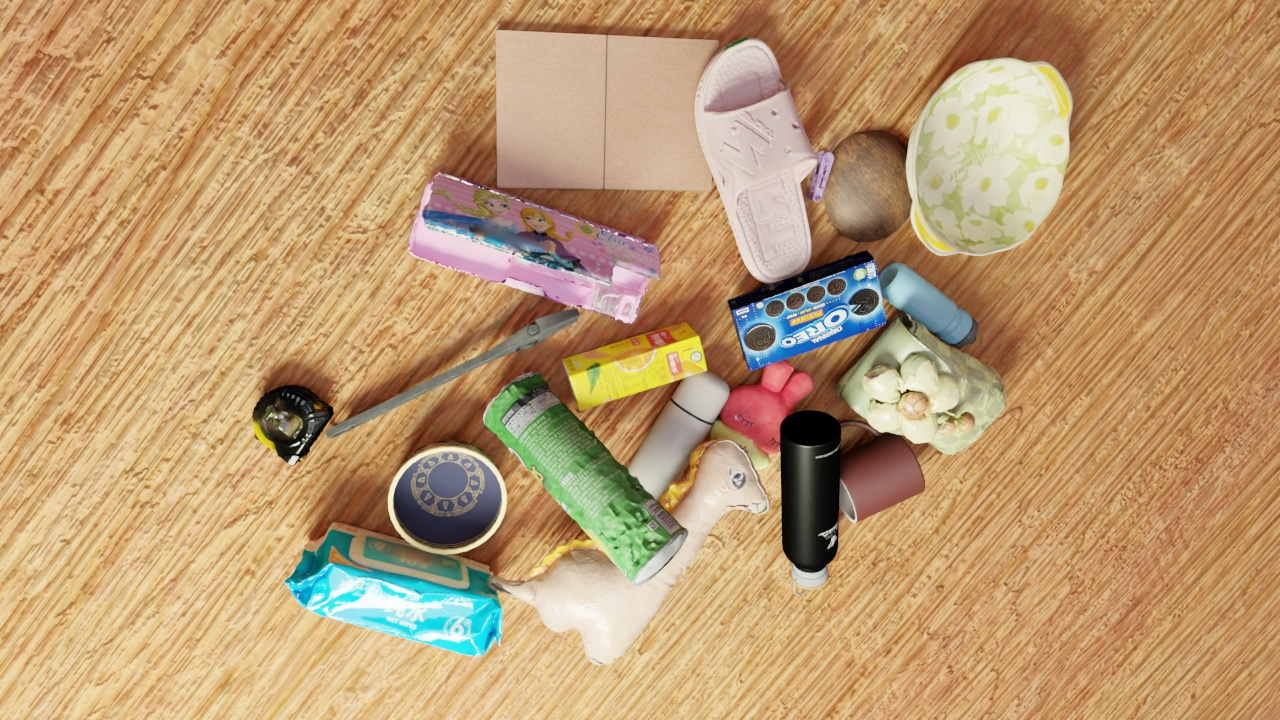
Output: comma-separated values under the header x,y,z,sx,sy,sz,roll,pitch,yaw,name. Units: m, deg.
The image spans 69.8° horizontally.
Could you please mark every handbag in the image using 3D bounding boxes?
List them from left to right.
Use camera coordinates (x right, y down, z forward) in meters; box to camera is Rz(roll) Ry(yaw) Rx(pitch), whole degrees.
x,y,z,sx,sy,sz,roll,pitch,yaw,name
0.305,0.037,0.955,0.186,0.116,0.113,26,117,-21,handbag

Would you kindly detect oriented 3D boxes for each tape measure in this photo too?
x,y,z,sx,sy,sz,roll,pitch,yaw,name
-0.332,0.055,0.868,0.062,0.038,0.067,37,97,-4,tape measure

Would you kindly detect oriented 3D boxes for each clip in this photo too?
x,y,z,sx,sy,sz,roll,pitch,yaw,name
0.181,-0.183,0.917,0.013,0.036,0.053,10,117,-13,clip

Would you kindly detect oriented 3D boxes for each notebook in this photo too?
x,y,z,sx,sy,sz,roll,pitch,yaw,name
-0.031,-0.233,0.868,0.209,0.008,0.141,-1,106,-11,notebook

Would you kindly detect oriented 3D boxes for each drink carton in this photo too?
x,y,z,sx,sy,sz,roll,pitch,yaw,name
-0.005,0.005,0.916,0.134,0.058,0.043,-18,111,-7,drink carton

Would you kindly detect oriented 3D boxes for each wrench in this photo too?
x,y,z,sx,sy,sz,roll,pitch,yaw,name
-0.181,0.013,0.884,0.273,0.073,0.018,-26,87,3,wrench

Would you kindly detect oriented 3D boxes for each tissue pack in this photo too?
x,y,z,sx,sy,sz,roll,pitch,yaw,name
-0.237,0.222,0.901,0.209,0.117,0.066,20,95,-17,tissue pack

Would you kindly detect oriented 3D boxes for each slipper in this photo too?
x,y,z,sx,sy,sz,roll,pitch,yaw,name
0.119,-0.184,0.880,0.094,0.064,0.239,-22,111,-14,slipper

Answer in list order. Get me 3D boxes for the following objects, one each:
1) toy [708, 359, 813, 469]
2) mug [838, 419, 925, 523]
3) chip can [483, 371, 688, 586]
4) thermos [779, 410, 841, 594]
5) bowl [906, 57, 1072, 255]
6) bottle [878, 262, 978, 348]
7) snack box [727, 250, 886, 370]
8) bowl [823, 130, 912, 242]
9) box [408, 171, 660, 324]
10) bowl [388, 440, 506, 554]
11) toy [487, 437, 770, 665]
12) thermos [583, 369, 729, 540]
x,y,z,sx,sy,sz,roll,pitch,yaw,name
0.127,0.060,0.966,0.091,0.045,0.135,38,93,-23,toy
0.247,0.112,0.998,0.082,0.073,0.105,-24,83,-4,mug
-0.052,0.111,0.868,0.075,0.075,0.223,-46,72,4,chip can
0.182,0.164,0.983,0.061,0.061,0.232,-12,123,-8,thermos
0.334,-0.202,0.917,0.219,0.060,0.188,-48,114,-4,bowl
0.308,-0.055,0.973,0.130,0.040,0.040,32,97,-18,bottle
0.169,-0.049,0.930,0.150,0.027,0.082,-20,125,4,snack box
0.238,-0.175,0.931,0.102,0.026,0.114,-10,108,-9,bowl
-0.094,-0.098,0.848,0.230,0.096,0.085,17,102,-15,box
-0.191,0.128,0.911,0.112,0.061,0.112,-3,106,-11,bowl
-0.004,0.172,0.908,0.196,0.065,0.264,34,92,-9,toy
0.018,0.110,0.954,0.052,0.052,0.224,28,98,-18,thermos
